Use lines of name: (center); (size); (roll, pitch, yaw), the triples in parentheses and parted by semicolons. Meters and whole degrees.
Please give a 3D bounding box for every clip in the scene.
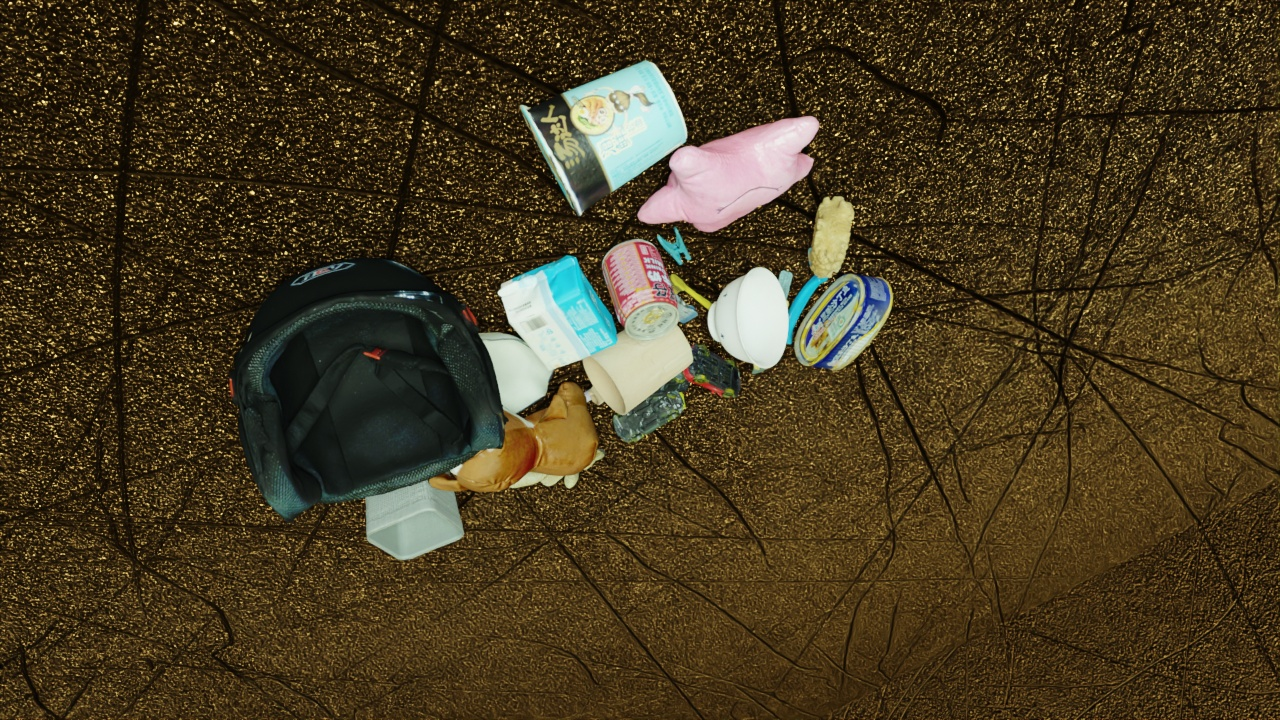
clip: (0.047, -0.062, 1.093); (0.025, 0.033, 0.057); (-28, 147, 18)
clip: (0.039, -0.125, 1.010); (0.040, 0.014, 0.056); (-25, 143, 11)

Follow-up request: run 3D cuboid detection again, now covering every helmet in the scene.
helmet: (-0.265, 0.014, 0.879); (0.233, 0.230, 0.275); (-19, 136, -14)

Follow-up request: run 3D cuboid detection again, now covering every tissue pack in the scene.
tissue pack: (-0.088, -0.053, 1.007); (0.090, 0.063, 0.140); (-22, 144, 8)

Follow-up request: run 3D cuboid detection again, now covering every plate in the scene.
plate: (-0.232, 0.041, 1.095); (0.266, 0.034, 0.162); (-30, 143, 17)

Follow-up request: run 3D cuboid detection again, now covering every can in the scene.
can: (0.001, -0.075, 0.989); (0.066, 0.093, 0.067); (-12, 144, -9)
can: (0.254, -0.047, 1.158); (0.049, 0.074, 0.149); (6, 138, -27)

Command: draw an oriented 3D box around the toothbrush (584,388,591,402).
toothbrush: (-0.088, 0.062, 1.200); (0.189, 0.029, 0.021); (-33, 105, 19)

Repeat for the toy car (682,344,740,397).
toy car: (0.093, 0.017, 1.193); (0.031, 0.049, 0.106); (-16, 152, 41)

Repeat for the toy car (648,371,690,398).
toy car: (0.021, 0.027, 1.185); (0.090, 0.035, 0.042); (-7, 142, -25)

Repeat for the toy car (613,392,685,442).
toy car: (0.012, 0.071, 1.237); (0.105, 0.048, 0.032); (-32, 175, 17)

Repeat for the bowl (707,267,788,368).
bowl: (0.120, -0.049, 1.089); (0.065, 0.118, 0.118); (-2, 158, 37)

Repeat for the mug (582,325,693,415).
mug: (-0.006, 0.006, 1.094); (0.103, 0.084, 0.125); (-34, 174, -18)

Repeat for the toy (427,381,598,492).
toy: (-0.147, 0.091, 1.071); (0.199, 0.130, 0.140); (-20, 150, -39)

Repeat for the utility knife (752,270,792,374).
utility knife: (0.169, -0.047, 1.177); (0.031, 0.021, 0.207); (-15, 141, -15)

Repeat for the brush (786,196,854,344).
brush: (0.202, -0.095, 1.087); (0.046, 0.083, 0.255); (11, 149, -1)

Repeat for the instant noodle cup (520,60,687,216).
instant noodle cup: (-0.028, -0.203, 0.807); (0.120, 0.111, 0.111); (-29, 144, 0)

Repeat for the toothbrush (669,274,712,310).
toothbrush: (0.087, -0.059, 1.118); (0.017, 0.015, 0.190); (-30, 143, 24)

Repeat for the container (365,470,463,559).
container: (-0.277, 0.163, 1.107); (0.090, 0.114, 0.090); (-23, 144, 6)

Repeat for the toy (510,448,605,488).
toy: (-0.125, 0.135, 1.231); (0.157, 0.105, 0.066); (-13, 105, -36)

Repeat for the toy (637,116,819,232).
toy: (0.093, -0.178, 0.910); (0.194, 0.074, 0.179); (-19, 167, -19)
